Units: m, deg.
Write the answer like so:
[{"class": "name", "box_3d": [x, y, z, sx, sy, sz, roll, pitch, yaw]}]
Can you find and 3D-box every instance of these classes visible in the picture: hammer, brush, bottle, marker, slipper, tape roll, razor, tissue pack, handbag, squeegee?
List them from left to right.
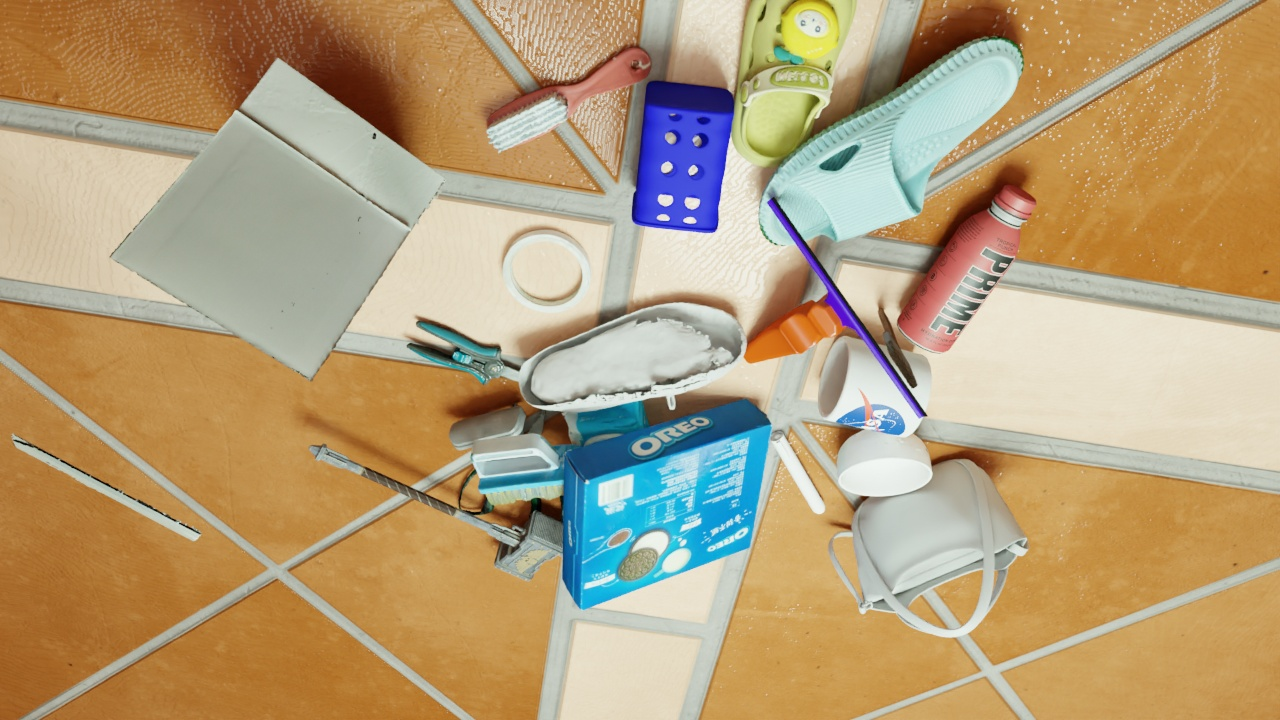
[{"class": "hammer", "box_3d": [-0.247, 0.173, 1.108, 0.322, 0.044, 0.099, 29, 134, -20]}, {"class": "razor", "box_3d": [-0.157, 0.112, 1.075, 0.088, 0.047, 0.116, -14, 125, 16]}, {"class": "brush", "box_3d": [-0.112, 0.114, 1.010, 0.136, 0.055, 0.075, -7, 131, 8]}, {"class": "tape roll", "box_3d": [-0.098, -0.093, 0.965, 0.093, 0.013, 0.093, 1, 124, 2]}, {"class": "brush", "box_3d": [-0.069, -0.241, 0.856, 0.172, 0.030, 0.041, -22, 120, 16]}, {"class": "tissue pack", "box_3d": [-0.031, 0.103, 1.063, 0.093, 0.061, 0.144, -10, 122, 10]}, {"class": "slipper", "box_3d": [-0.006, 0.006, 0.992, 0.247, 0.074, 0.112, -15, 90, 11]}, {"class": "slipper", "box_3d": [0.129, -0.252, 0.809, 0.091, 0.081, 0.191, 12, 126, -2]}, {"class": "marker", "box_3d": [0.190, 0.138, 1.098, 0.017, 0.020, 0.133, -26, 119, 14]}, {"class": "squeegee", "box_3d": [0.162, -0.031, 0.932, 0.249, 0.055, 0.185, 54, 148, -3]}, {"class": "slipper", "box_3d": [0.229, -0.186, 0.839, 0.277, 0.069, 0.116, -34, 138, 20]}, {"class": "brush", "box_3d": [0.252, -0.021, 0.916, 0.008, 0.142, 0.045, -32, 108, 19]}, {"class": "handbag", "box_3d": [0.325, 0.229, 1.031, 0.216, 0.222, 0.095, -30, 116, 21]}, {"class": "bottle", "box_3d": [0.327, -0.092, 0.913, 0.062, 0.062, 0.177, 20, 122, -10]}]

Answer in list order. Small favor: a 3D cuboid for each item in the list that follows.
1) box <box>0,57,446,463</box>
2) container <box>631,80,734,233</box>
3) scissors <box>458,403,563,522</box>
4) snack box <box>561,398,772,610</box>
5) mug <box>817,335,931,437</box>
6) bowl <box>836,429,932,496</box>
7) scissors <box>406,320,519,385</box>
[{"class": "box", "box_3d": [-0.272, -0.093, 0.683, 0.166, 0.505, 0.149, 35, 114, -17]}, {"class": "container", "box_3d": [0.039, -0.190, 0.852, 0.084, 0.085, 0.114, 6, 123, -1]}, {"class": "scissors", "box_3d": [-0.168, 0.130, 1.118, 0.155, 0.015, 0.210, -1, 123, 6]}, {"class": "snack box", "box_3d": [0.029, 0.162, 1.038, 0.238, 0.056, 0.196, -14, 128, -26]}, {"class": "mug", "box_3d": [0.245, 0.033, 0.994, 0.090, 0.091, 0.121, 13, 158, -6]}, {"class": "bowl", "box_3d": [0.275, 0.111, 1.045, 0.105, 0.054, 0.105, 0, 148, 0]}, {"class": "scissors", "box_3d": [-0.192, 0.001, 1.029, 0.139, 0.019, 0.129, -18, 114, 6]}]
